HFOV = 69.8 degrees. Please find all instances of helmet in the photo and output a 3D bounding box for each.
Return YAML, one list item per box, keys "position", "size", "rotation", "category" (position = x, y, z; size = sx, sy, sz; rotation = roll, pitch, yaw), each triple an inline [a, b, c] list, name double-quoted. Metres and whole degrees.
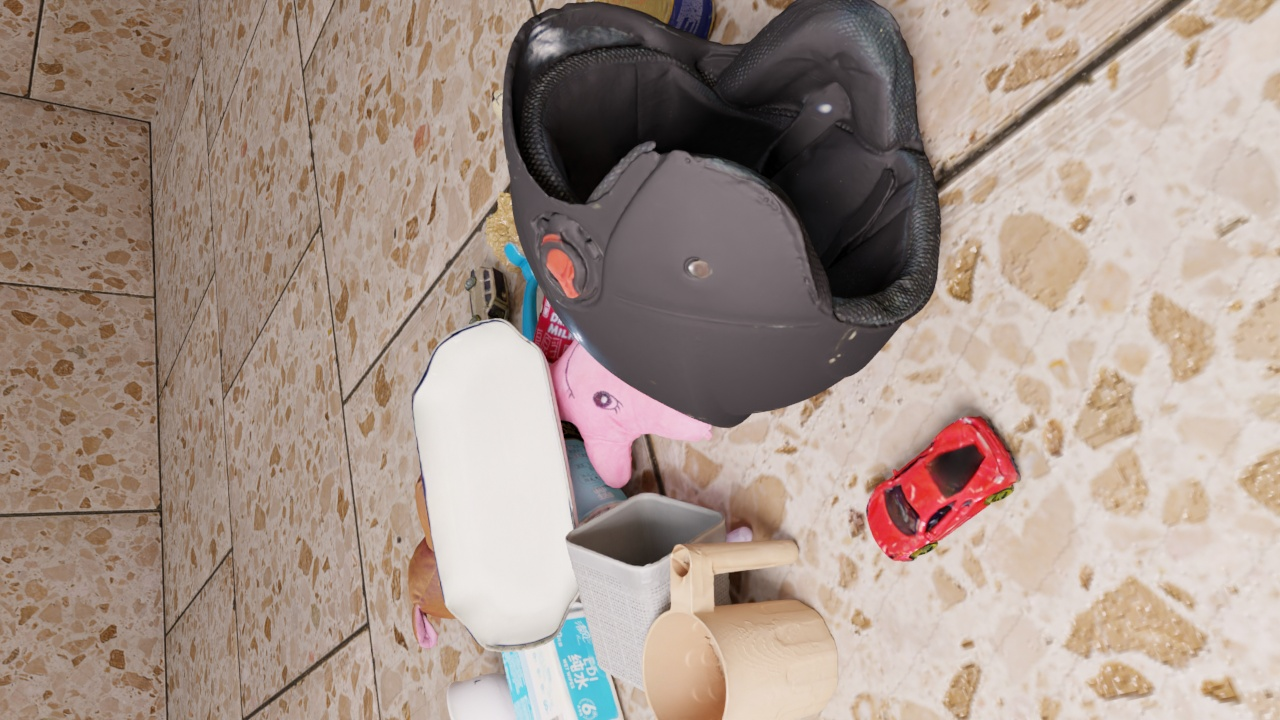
- position: [0.039, -0.090, 0.549]
  size: [0.275, 0.232, 0.231]
  rotation: [32, 138, 7]
  category: "helmet"

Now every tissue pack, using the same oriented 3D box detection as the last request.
- position: [-0.067, 0.288, 0.804]
  size: [0.090, 0.063, 0.140]
  rotation: [-46, 53, 38]
  category: "tissue pack"

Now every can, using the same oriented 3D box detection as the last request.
- position: [-0.056, -0.042, 0.820]
  size: [0.066, 0.066, 0.094]
  rotation: [33, 112, 50]
  category: "can"
- position: [0.000, -0.297, 0.786]
  size: [0.148, 0.049, 0.075]
  rotation: [30, 109, 50]
  category: "can"

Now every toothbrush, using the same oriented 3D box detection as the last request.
- position: [0.024, 0.164, 0.734]
  size: [0.021, 0.029, 0.190]
  rotation: [48, 134, -7]
  category: "toothbrush"

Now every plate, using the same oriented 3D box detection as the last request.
- position: [-0.112, 0.099, 0.751]
  size: [0.162, 0.034, 0.265]
  rotation: [-20, 76, 34]
  category: "plate"

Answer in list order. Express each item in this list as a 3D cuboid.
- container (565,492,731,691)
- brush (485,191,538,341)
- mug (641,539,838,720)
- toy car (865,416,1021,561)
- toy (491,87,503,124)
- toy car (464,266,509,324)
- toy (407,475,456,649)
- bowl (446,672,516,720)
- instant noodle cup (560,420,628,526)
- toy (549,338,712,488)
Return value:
- position: [0.011, 0.172, 0.669]
  size: [0.090, 0.090, 0.114]
  rotation: [9, 114, 46]
  category: "container"
- position: [-0.113, -0.067, 0.909]
  size: [0.083, 0.045, 0.254]
  rotation: [-39, 51, 40]
  category: "brush"
- position: [0.066, 0.181, 0.606]
  size: [0.084, 0.103, 0.124]
  rotation: [-10, 79, 52]
  category: "mug"
- position: [0.171, 0.078, 0.539]
  size: [0.107, 0.031, 0.049]
  rotation: [-53, 47, 39]
  category: "toy car"
- position: [-0.099, -0.242, 0.898]
  size: [0.157, 0.066, 0.105]
  rotation: [35, 109, 56]
  category: "toy"
- position: [-0.161, -0.057, 0.980]
  size: [0.035, 0.042, 0.090]
  rotation: [-22, 61, 26]
  category: "toy car"
- position: [-0.173, 0.188, 0.921]
  size: [0.130, 0.139, 0.200]
  rotation: [28, 116, 12]
  category: "toy"
- position: [-0.119, 0.334, 0.856]
  size: [0.065, 0.118, 0.118]
  rotation: [-36, 49, 0]
  category: "bowl"
- position: [-0.068, 0.121, 0.797]
  size: [0.120, 0.111, 0.111]
  rotation: [42, 119, 40]
  category: "instant noodle cup"
- position: [-0.004, 0.004, 0.741]
  size: [0.178, 0.074, 0.195]
  rotation: [34, 105, 26]
  category: "toy"
